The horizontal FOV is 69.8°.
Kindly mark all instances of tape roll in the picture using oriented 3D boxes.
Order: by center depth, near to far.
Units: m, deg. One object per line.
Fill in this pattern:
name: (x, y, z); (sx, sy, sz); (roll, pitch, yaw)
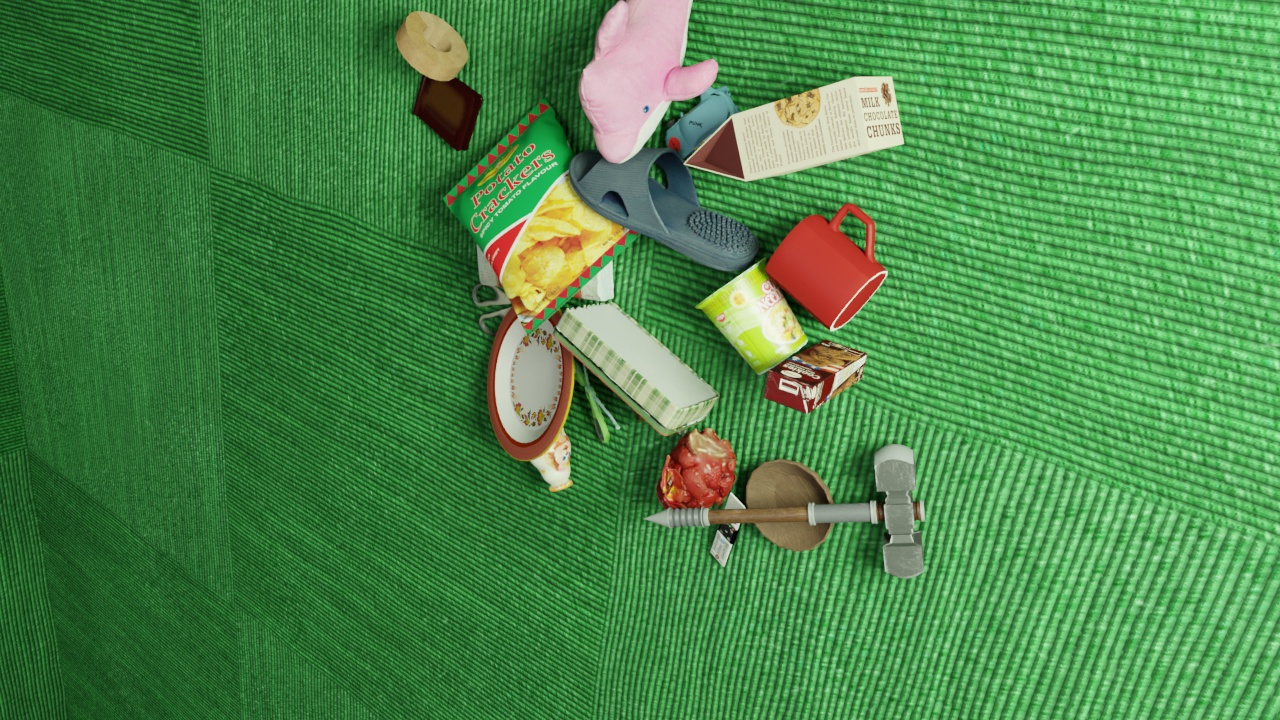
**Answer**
tape roll: (-0.280, -0.423, 1.234); (0.027, 0.093, 0.094); (-36, 81, 38)

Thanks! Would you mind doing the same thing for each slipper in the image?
slipper: (0.026, -0.196, 1.065); (0.264, 0.101, 0.083); (33, 139, 20)

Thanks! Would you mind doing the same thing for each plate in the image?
plate: (-0.148, 0.024, 1.266); (0.230, 0.021, 0.229); (-9, 78, 52)

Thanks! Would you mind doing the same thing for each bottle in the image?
bottle: (0.067, 0.144, 1.147); (0.099, 0.098, 0.111); (47, 135, 16)
bottle: (-0.130, 0.132, 1.315); (0.063, 0.063, 0.108); (-14, 96, 39)

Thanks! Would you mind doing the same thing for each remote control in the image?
remote control: (0.113, 0.216, 1.172); (0.028, 0.011, 0.124); (46, 142, 32)

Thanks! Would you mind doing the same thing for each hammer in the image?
hammer: (0.160, 0.179, 1.062); (0.323, 0.043, 0.156); (-5, 102, 18)

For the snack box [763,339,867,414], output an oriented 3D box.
snack box: (0.190, 0.015, 0.988); (0.051, 0.140, 0.032); (22, 116, 30)

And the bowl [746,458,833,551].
bowl: (0.186, 0.171, 1.112); (0.118, 0.030, 0.118); (12, 111, 34)

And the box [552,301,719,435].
box: (-0.007, 0.007, 1.149); (0.205, 0.117, 0.050); (40, 117, 19)

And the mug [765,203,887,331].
mug: (0.208, -0.106, 0.979); (0.096, 0.080, 0.117); (45, 119, 18)

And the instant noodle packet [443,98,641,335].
instant noodle packet: (-0.133, -0.187, 1.173); (0.196, 0.090, 0.252); (-41, 65, 14)

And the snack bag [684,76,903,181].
snack bag: (0.155, -0.234, 0.966); (0.207, 0.094, 0.070); (-7, 100, 38)

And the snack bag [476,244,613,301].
snack bag: (-0.134, -0.131, 1.251); (0.226, 0.041, 0.077); (10, 112, 33)

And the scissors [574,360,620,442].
scissors: (-0.068, 0.044, 1.234); (0.172, 0.021, 0.172); (-127, 23, -48)

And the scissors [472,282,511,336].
scissors: (-0.179, -0.071, 1.322); (0.170, 0.012, 0.133); (26, 120, 26)

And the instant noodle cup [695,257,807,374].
instant noodle cup: (0.133, -0.047, 1.049); (0.099, 0.098, 0.108); (-36, 89, 38)

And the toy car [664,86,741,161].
toy car: (0.065, -0.270, 1.065); (0.108, 0.027, 0.060); (-32, 84, 39)

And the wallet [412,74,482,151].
wallet: (-0.277, -0.364, 1.300); (0.115, 0.018, 0.092); (40, 125, 22)

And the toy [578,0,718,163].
toy: (-0.003, -0.353, 1.006); (0.187, 0.127, 0.265); (25, 97, 39)

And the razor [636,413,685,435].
razor: (0.027, 0.074, 1.178); (0.106, 0.026, 0.042); (31, 123, 57)
